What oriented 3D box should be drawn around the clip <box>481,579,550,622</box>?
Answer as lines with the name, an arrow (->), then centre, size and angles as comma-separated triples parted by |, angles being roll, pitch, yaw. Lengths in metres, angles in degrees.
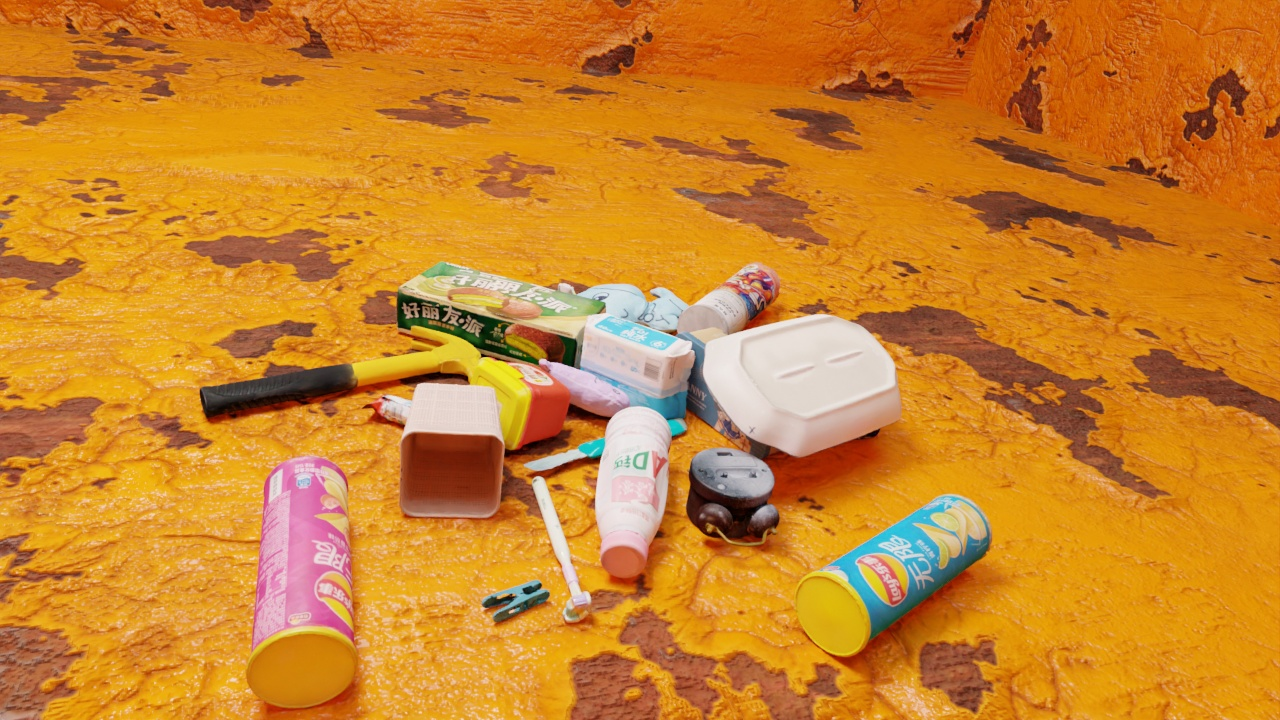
clip -> -0.101, 0.194, 0.745 | 0.056, 0.014, 0.042 | -13, 35, -38

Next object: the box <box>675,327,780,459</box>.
box -> 0.103, 0.030, 1.041 | 0.061, 0.090, 0.184 | -15, 35, -39

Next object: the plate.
plate -> 0.183, 0.013, 0.973 | 0.265, 0.034, 0.162 | -12, 57, -39

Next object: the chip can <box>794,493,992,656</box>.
chip can -> 0.227, 0.182, 0.805 | 0.209, 0.071, 0.071 | -17, 37, -41

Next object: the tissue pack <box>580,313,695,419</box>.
tissue pack -> -0.006, 0.006, 1.052 | 0.140, 0.090, 0.063 | 20, 30, 22

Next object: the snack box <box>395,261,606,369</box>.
snack box -> -0.173, -0.054, 1.145 | 0.240, 0.063, 0.114 | 15, 27, 12

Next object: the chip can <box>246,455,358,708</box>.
chip can -> -0.256, 0.159, 0.702 | 0.071, 0.071, 0.210 | -1, 28, -19

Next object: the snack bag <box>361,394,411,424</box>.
snack bag -> -0.235, 0.056, 0.954 | 0.104, 0.026, 0.048 | 16, 8, 11

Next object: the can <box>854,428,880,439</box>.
can -> 0.215, 0.053, 1.074 | 0.148, 0.049, 0.074 | 4, 27, -9

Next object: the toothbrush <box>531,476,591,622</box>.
toothbrush -> -0.074, 0.159, 0.815 | 0.020, 0.029, 0.189 | 44, 8, -31

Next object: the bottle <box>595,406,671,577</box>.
bottle -> -0.009, 0.121, 0.861 | 0.068, 0.068, 0.196 | 9, 31, 0

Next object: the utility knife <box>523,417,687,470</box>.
utility knife -> -0.030, 0.089, 0.969 | 0.215, 0.013, 0.029 | -11, 34, -38

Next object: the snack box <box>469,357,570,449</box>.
snack box -> -0.127, 0.045, 0.962 | 0.091, 0.082, 0.080 | 32, 21, 37

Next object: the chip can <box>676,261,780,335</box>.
chip can -> 0.127, -0.075, 1.270 | 0.071, 0.071, 0.214 | 20, 29, 20

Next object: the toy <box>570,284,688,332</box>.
toy -> -0.017, -0.071, 1.237 | 0.156, 0.050, 0.161 | 21, 34, 19

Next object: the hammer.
hammer -> -0.316, 0.017, 1.000 | 0.300, 0.033, 0.129 | -12, 33, -35

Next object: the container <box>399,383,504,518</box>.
container -> -0.176, 0.079, 0.864 | 0.090, 0.090, 0.110 | 3, 25, -11

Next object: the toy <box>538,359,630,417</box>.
toy -> -0.061, 0.035, 1.021 | 0.108, 0.039, 0.084 | 22, -13, 8

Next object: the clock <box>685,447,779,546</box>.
clock -> 0.086, 0.133, 0.874 | 0.082, 0.055, 0.121 | 3, 29, -14

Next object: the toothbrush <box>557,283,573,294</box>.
toothbrush -> -0.035, -0.077, 1.286 | 0.181, 0.018, 0.015 | 17, 25, 13
